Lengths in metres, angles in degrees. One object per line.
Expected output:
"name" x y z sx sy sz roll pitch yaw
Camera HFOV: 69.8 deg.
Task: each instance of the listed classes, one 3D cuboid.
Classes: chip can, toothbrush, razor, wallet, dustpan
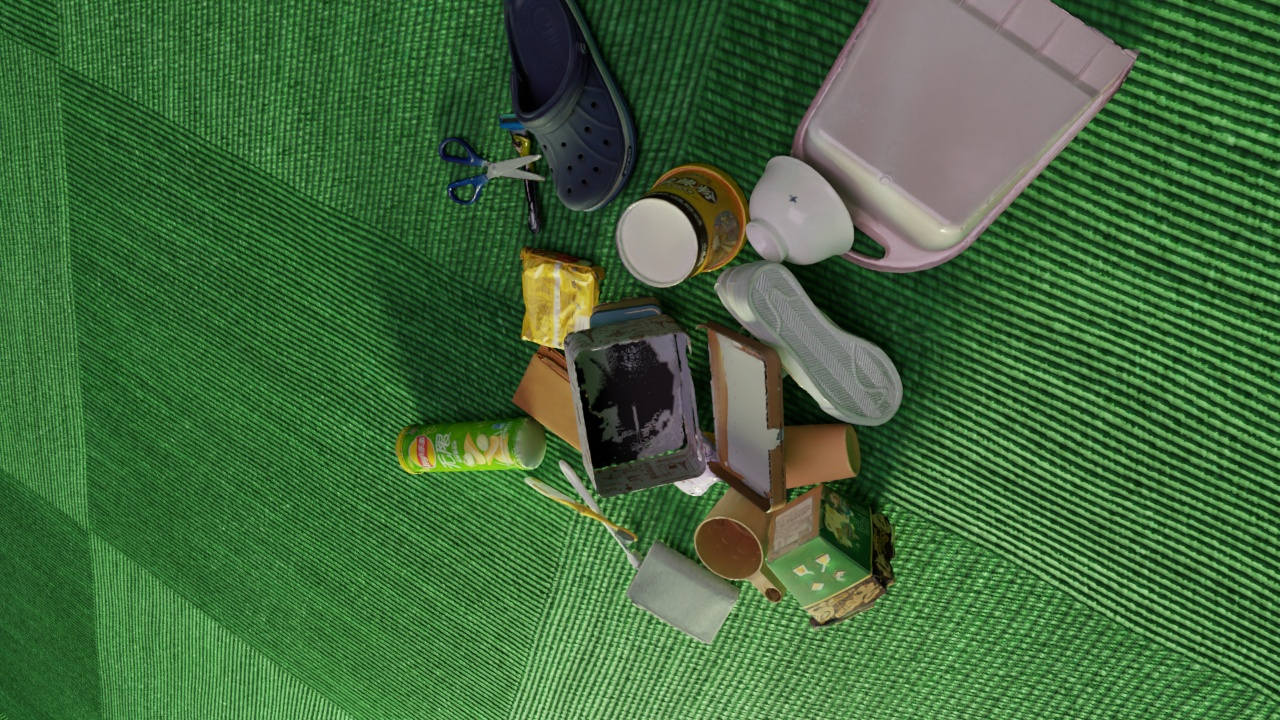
"chip can" -0.231 0.117 1.252 0.222 0.072 0.072 -5 110 30
"toothbrush" -0.052 0.205 1.232 0.016 0.016 0.180 -38 89 34
"razor" -0.132 -0.218 1.071 0.043 0.022 0.143 9 117 41
"wallet" -0.094 0.052 1.172 0.132 0.031 0.108 35 126 9
"wallet" 0.055 0.306 1.206 0.130 0.036 0.107 29 117 8
"dustpan" 0.266 -0.221 0.861 0.222 0.138 0.273 41 97 8
"toothbrush" -0.084 0.200 1.229 0.191 0.018 0.016 24 129 27

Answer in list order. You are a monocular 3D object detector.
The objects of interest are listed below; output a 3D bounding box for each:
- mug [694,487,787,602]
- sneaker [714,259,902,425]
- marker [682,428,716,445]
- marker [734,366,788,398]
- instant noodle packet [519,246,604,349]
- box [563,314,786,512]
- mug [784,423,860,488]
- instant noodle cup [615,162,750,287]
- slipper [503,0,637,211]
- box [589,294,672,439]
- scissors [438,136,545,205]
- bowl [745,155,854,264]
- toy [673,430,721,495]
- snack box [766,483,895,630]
"mug" 0.135 0.207 1.074 0.124 0.103 0.084 45 126 3
"sneaker" 0.168 -0.014 0.946 0.242 0.089 0.091 40 169 -24
"marker" 0.048 0.092 1.122 0.124 0.015 0.018 7 114 26
"marker" 0.142 0.022 1.036 0.022 0.018 0.131 39 127 -9
"instant noodle packet" -0.096 -0.067 1.110 0.111 0.044 0.129 17 122 20
"box" 0.021 0.062 0.959 0.227 0.156 0.180 30 131 56
"mug" 0.178 0.107 1.025 0.123 0.078 0.078 -9 108 26
"instant noodle cup" 0.040 -0.137 0.959 0.119 0.114 0.119 12 117 24
"slipper" -0.083 -0.282 0.974 0.105 0.095 0.253 -9 104 34
"box" -0.006 0.006 1.070 0.090 0.059 0.184 -10 112 3
"scissors" -0.178 -0.217 1.089 0.171 0.012 0.141 37 130 20
"bowl" 0.143 -0.133 0.898 0.118 0.064 0.118 46 167 13
"toy" 0.071 0.131 1.104 0.084 0.038 0.108 53 144 2
"snack box" 0.202 0.207 1.013 0.105 0.118 0.118 39 127 -16
